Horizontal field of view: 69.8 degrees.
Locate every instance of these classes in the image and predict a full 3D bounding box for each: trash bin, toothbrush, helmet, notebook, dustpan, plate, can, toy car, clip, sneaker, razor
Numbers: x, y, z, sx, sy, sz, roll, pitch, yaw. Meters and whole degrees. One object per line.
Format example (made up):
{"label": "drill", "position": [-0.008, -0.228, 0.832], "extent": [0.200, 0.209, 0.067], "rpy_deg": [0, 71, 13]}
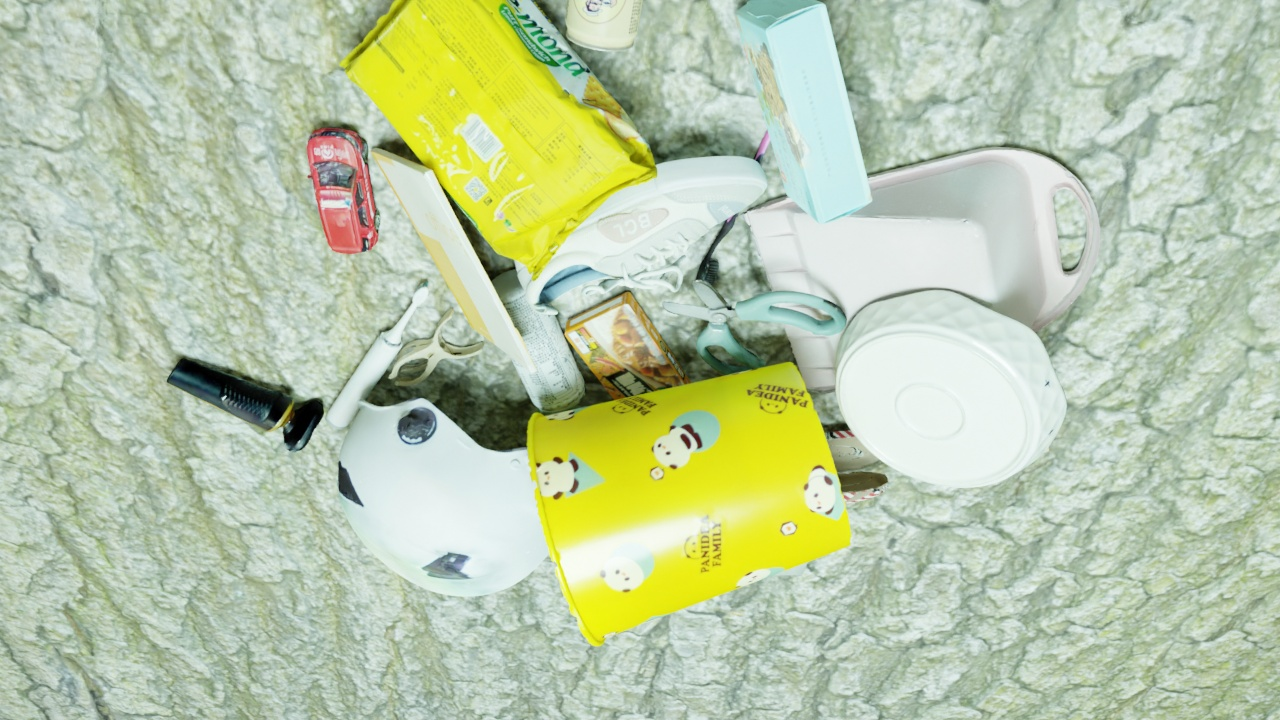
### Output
{"label": "trash bin", "position": [0.048, 0.124, 0.876], "extent": [0.255, 0.229, 0.230], "rpy_deg": [-17, 124, 4]}
{"label": "toothbrush", "position": [0.090, -0.141, 0.831], "extent": [0.017, 0.014, 0.190], "rpy_deg": [8, 127, -22]}
{"label": "helmet", "position": [-0.210, 0.155, 0.944], "extent": [0.259, 0.145, 0.229], "rpy_deg": [22, 155, 10]}
{"label": "notebook", "position": [-0.168, -0.091, 0.827], "extent": [0.010, 0.146, 0.206], "rpy_deg": [-36, 125, -17]}
{"label": "dustpan", "position": [0.267, -0.085, 0.857], "extent": [0.274, 0.138, 0.223], "rpy_deg": [6, 133, 36]}
{"label": "plate", "position": [0.266, 0.035, 0.820], "extent": [0.205, 0.045, 0.205], "rpy_deg": [22, 136, 23]}
{"label": "toothbrush", "position": [-0.273, -0.003, 0.957], "extent": [0.026, 0.026, 0.222], "rpy_deg": [24, 126, -26]}
{"label": "can", "position": [-0.023, -0.300, 0.694], "extent": [0.058, 0.058, 0.116], "rpy_deg": [10, 127, -2]}
{"label": "toy car", "position": [-0.271, -0.152, 0.836], "extent": [0.053, 0.045, 0.121], "rpy_deg": [1, 124, 3]}
{"label": "clip", "position": [-0.218, -0.012, 0.943], "extent": [0.099, 0.034, 0.066], "rpy_deg": [-31, 118, 19]}
{"label": "sneaker", "position": [-0.002, -0.104, 0.804], "extent": [0.243, 0.090, 0.089], "rpy_deg": [-16, 168, 19]}
{"label": "razor", "position": [-0.431, 0.044, 0.996], "extent": [0.167, 0.062, 0.068], "rpy_deg": [24, 156, -6]}
{"label": "can", "position": [-0.104, -0.017, 0.911], "extent": [0.058, 0.058, 0.147], "rpy_deg": [-13, 124, 14]}

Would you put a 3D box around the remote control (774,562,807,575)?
{"label": "remote control", "position": [0.133, 0.215, 1.041], "extent": [0.149, 0.021, 0.058], "rpy_deg": [8, 103, -32]}

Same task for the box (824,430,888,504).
{"label": "box", "position": [0.178, 0.111, 0.984], "extent": [0.163, 0.076, 0.087], "rpy_deg": [-11, 96, 13]}

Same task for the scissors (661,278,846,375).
{"label": "scissors", "position": [0.115, -0.033, 0.864], "extent": [0.182, 0.019, 0.170], "rpy_deg": [-9, 145, 25]}

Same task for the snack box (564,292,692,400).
{"label": "snack box", "position": [-0.006, 0.005, 0.938], "extent": [0.075, 0.026, 0.154], "rpy_deg": [-24, 122, 20]}

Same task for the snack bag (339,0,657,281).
{"label": "snack bag", "position": [-0.118, -0.198, 0.738], "extent": [0.158, 0.068, 0.246], "rpy_deg": [-36, 99, 26]}

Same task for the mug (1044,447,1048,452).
{"label": "mug", "position": [0.335, 0.050, 0.917], "extent": [0.104, 0.084, 0.124], "rpy_deg": [-19, 96, 16]}

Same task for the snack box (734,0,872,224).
{"label": "snack box", "position": [0.131, -0.202, 0.736], "extent": [0.051, 0.074, 0.175], "rpy_deg": [-25, 123, -2]}
